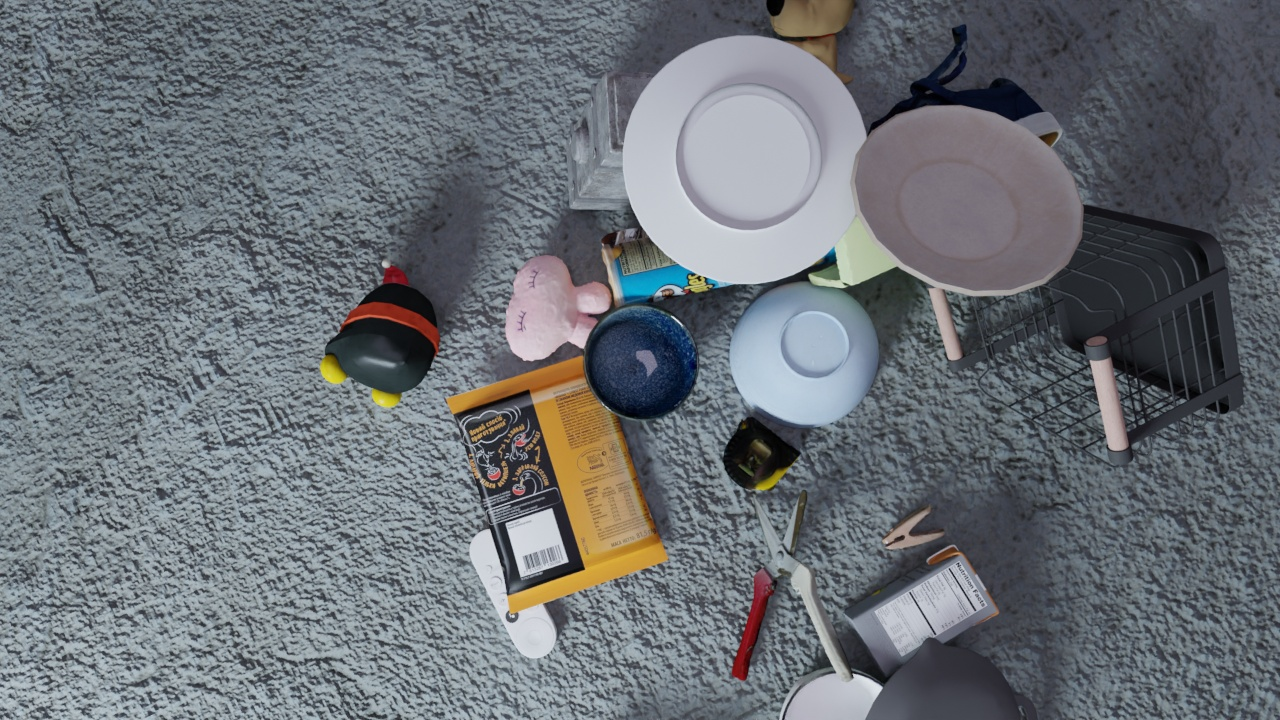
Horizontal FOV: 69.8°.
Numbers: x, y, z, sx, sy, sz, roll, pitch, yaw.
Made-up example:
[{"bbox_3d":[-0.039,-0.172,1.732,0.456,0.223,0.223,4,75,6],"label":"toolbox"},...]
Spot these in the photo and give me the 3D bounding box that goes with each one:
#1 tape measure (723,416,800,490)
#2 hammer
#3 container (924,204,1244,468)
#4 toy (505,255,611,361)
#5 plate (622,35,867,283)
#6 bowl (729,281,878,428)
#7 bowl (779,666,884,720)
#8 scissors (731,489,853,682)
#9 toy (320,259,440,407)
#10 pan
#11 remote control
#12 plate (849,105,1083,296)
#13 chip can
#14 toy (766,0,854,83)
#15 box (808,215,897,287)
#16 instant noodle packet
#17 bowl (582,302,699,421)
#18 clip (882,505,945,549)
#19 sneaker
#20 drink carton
[{"bbox_3d":[0.112,0.095,0.902,0.067,0.038,0.062,39,86,6],"label":"tape measure"},{"bbox_3d":[0.094,-0.205,0.901,0.326,0.177,0.079,-2,83,-16],"label":"hammer"},{"bbox_3d":[0.375,-0.028,0.797,0.130,0.241,0.163,-26,113,-5],"label":"container"},{"bbox_3d":[-0.082,-0.050,0.924,0.105,0.053,0.108,9,82,-11],"label":"toy"},{"bbox_3d":[0.089,-0.169,0.769,0.208,0.015,0.208,0,92,-2],"label":"plate"},{"bbox_3d":[0.164,-0.010,0.894,0.150,0.075,0.150,0,84,3],"label":"bowl"},{"bbox_3d":[0.184,0.341,0.857,0.116,0.066,0.116,0,83,2],"label":"bowl"},{"bbox_3d":[0.141,0.225,0.855,0.015,0.179,0.199,13,100,-36],"label":"scissors"},{"bbox_3d":[-0.246,-0.028,0.907,0.100,0.097,0.119,-21,50,41],"label":"toy"},{"bbox_3d":[0.222,0.366,0.800,0.353,0.024,0.216,-8,93,-23],"label":"pan"},{"bbox_3d":[-0.126,0.230,0.910,0.043,0.013,0.136,-29,83,-1],"label":"remote control"},{"bbox_3d":[0.265,-0.130,0.756,0.188,0.027,0.188,1,64,-2],"label":"plate"},{"bbox_3d":[0.078,-0.111,0.910,0.229,0.080,0.079,-12,83,0],"label":"chip can"},{"bbox_3d":[0.175,-0.336,0.928,0.105,0.134,0.108,-4,111,-20],"label":"toy"},{"bbox_3d":[0.256,-0.121,0.848,0.188,0.130,0.064,-24,72,-13],"label":"box"},{"bbox_3d":[-0.083,0.117,0.909,0.160,0.032,0.220,-18,83,-6],"label":"instant noodle packet"},{"bbox_3d":[-0.005,0.005,0.902,0.114,0.061,0.114,2,81,-14],"label":"bowl"},{"bbox_3d":[0.269,0.172,0.896,0.061,0.024,0.041,-40,81,7],"label":"clip"},{"bbox_3d":[0.262,-0.222,0.872,0.293,0.121,0.127,-20,70,-25],"label":"sneaker"},{"bbox_3d":[0.266,0.239,0.874,0.125,0.048,0.076,-31,83,-1],"label":"drink carton"}]
